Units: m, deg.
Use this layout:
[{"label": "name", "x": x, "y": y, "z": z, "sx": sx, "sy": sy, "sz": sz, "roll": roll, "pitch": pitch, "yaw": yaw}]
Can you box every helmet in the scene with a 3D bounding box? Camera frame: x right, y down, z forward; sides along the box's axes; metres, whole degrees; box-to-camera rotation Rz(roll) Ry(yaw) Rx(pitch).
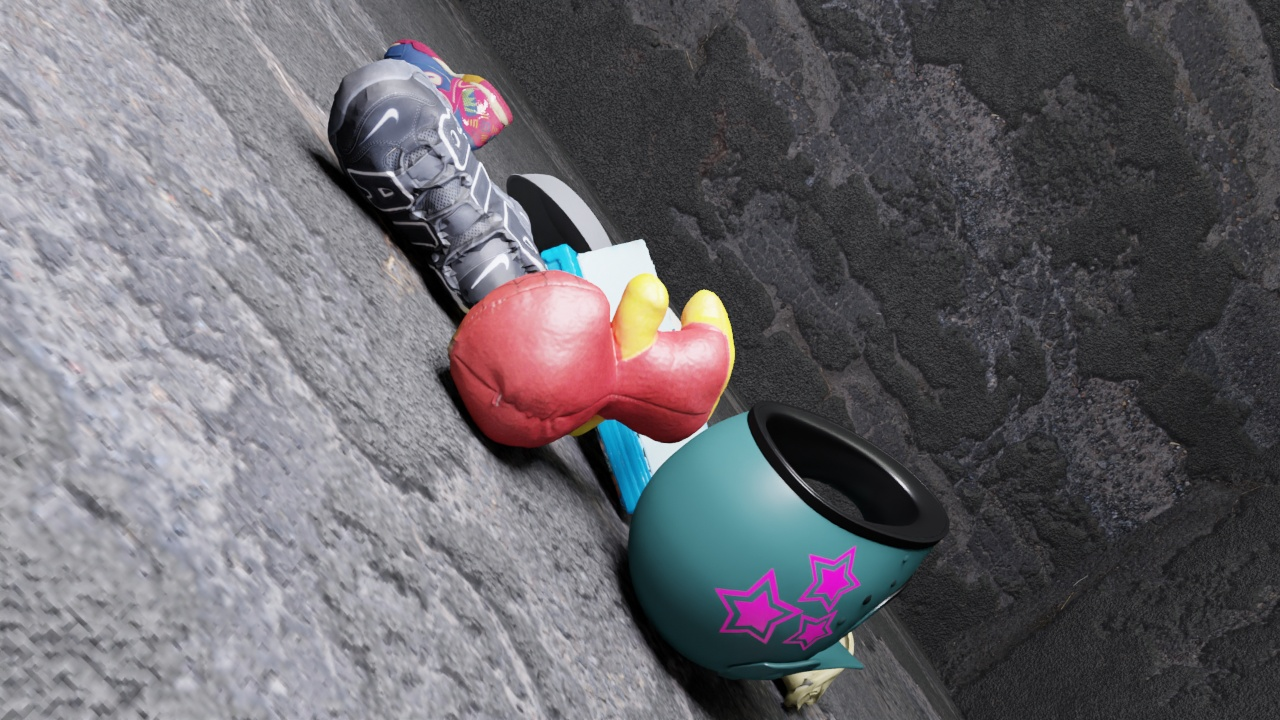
[{"label": "helmet", "x": 0.110, "y": 0.158, "z": 0.725, "sx": 0.274, "sy": 0.201, "sz": 0.176, "roll": 19, "pitch": 29, "yaw": -39}]

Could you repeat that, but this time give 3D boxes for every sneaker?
[{"label": "sneaker", "x": -0.245, "y": -0.299, "z": 1.041, "sx": 0.242, "sy": 0.091, "sz": 0.116, "roll": 36, "pitch": -12, "yaw": 42}, {"label": "sneaker", "x": -0.142, "y": -0.104, "z": 0.706, "sx": 0.150, "sy": 0.097, "sz": 0.252, "roll": 56, "pitch": 1, "yaw": 32}]

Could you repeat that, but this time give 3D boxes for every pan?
[{"label": "pan", "x": -0.063, "y": -0.097, "z": 1.209, "sx": 0.357, "sy": 0.050, "sz": 0.201, "roll": 58, "pitch": -18, "yaw": -24}]

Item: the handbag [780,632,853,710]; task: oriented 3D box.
[{"label": "handbag", "x": 0.138, "y": 0.256, "z": 1.007, "sx": 0.232, "sy": 0.089, "sz": 0.190, "roll": 58, "pitch": 23, "yaw": 17}]

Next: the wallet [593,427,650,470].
[{"label": "wallet", "x": -0.034, "y": 0.057, "z": 0.966, "sx": 0.121, "sy": 0.027, "sz": 0.098, "roll": 52, "pitch": 7, "yaw": -26}]

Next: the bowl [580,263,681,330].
[{"label": "bowl", "x": -0.028, "y": -0.031, "z": 1.017, "sx": 0.176, "sy": 0.058, "sz": 0.176, "roll": 30, "pitch": 30, "yaw": -20}]

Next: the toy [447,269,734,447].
[{"label": "toy", "x": -0.033, "y": 0.004, "z": 0.658, "sx": 0.216, "sy": 0.148, "sz": 0.099, "roll": 4, "pitch": 29, "yaw": -35}]

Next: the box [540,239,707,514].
[{"label": "box", "x": -0.020, "y": 0.010, "z": 0.875, "sx": 0.170, "sy": 0.070, "sz": 0.243, "roll": -20, "pitch": 92, "yaw": -60}]
